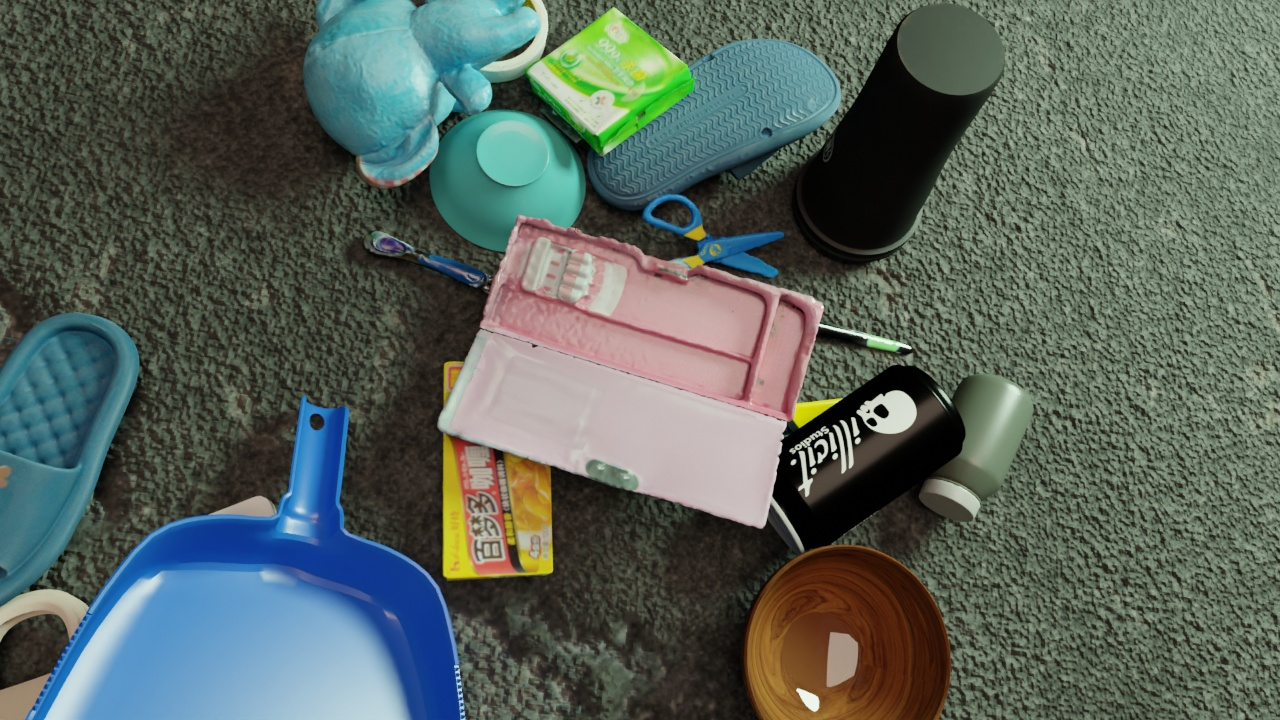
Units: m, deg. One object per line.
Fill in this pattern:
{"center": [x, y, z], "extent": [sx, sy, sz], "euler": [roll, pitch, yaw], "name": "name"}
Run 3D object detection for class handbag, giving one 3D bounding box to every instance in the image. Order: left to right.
{"center": [-0.340, 0.229, 0.534], "extent": [0.194, 0.101, 0.197], "euler": [-17, 67, -15], "name": "handbag"}

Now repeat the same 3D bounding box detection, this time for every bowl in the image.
{"center": [-0.099, -0.147, 0.698], "extent": [0.121, 0.046, 0.121], "euler": [3, 75, -11], "name": "bowl"}
{"center": [0.133, 0.204, 0.642], "extent": [0.147, 0.069, 0.147], "euler": [3, 77, -11], "name": "bowl"}

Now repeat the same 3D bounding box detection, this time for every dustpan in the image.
{"center": [-0.218, 0.137, 0.571], "extent": [0.245, 0.060, 0.257], "euler": [19, 42, -30], "name": "dustpan"}

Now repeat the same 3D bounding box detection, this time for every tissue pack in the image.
{"center": [-0.026, -0.218, 0.716], "extent": [0.099, 0.034, 0.114], "euler": [-39, 63, -8], "name": "tissue pack"}

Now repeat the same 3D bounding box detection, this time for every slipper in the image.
{"center": [-0.393, 0.063, 0.573], "extent": [0.104, 0.059, 0.213], "euler": [23, 68, -1], "name": "slipper"}
{"center": [0.056, -0.188, 0.737], "extent": [0.213, 0.059, 0.103], "euler": [-27, 73, -3], "name": "slipper"}

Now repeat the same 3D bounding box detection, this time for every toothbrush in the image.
{"center": [0.133, -0.028, 0.732], "extent": [0.188, 0.017, 0.014], "euler": [12, 79, -10], "name": "toothbrush"}

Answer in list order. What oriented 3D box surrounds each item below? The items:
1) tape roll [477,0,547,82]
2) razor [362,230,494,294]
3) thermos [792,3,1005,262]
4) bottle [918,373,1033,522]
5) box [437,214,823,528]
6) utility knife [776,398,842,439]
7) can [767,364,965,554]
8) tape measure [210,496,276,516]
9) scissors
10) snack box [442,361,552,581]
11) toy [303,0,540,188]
{"center": [-0.122, -0.270, 0.740], "extent": [0.094, 0.019, 0.094], "euler": [3, 75, -11], "name": "tape roll"}
{"center": [-0.140, -0.066, 0.683], "extent": [0.141, 0.018, 0.043], "euler": [20, 73, -6], "name": "razor"}
{"center": [0.186, -0.160, 0.675], "extent": [0.106, 0.219, 0.105], "euler": [1, 72, -4], "name": "thermos"}
{"center": [0.257, 0.067, 0.709], "extent": [0.060, 0.060, 0.108], "euler": [32, 71, -2], "name": "bottle"}
{"center": [-0.004, 0.006, 0.646], "extent": [0.233, 0.051, 0.180], "euler": [18, 73, 3], "name": "box"}
{"center": [0.086, 0.049, 0.699], "extent": [0.186, 0.020, 0.028], "euler": [-4, 76, -14], "name": "utility knife"}
{"center": [0.155, 0.071, 0.665], "extent": [0.146, 0.080, 0.080], "euler": [-33, 84, -5], "name": "can"}
{"center": [-0.268, 0.127, 0.606], "extent": [0.064, 0.017, 0.065], "euler": [-21, 81, -16], "name": "tape measure"}
{"center": [0.056, -0.077, 0.722], "extent": [0.132, 0.020, 0.097], "euler": [18, 100, -20], "name": "scissors"}
{"center": [-0.102, 0.077, 0.650], "extent": [0.075, 0.025, 0.152], "euler": [0, 75, -11], "name": "snack box"}
{"center": [-0.158, -0.220, 0.675], "extent": [0.181, 0.115, 0.183], "euler": [-22, 70, 4], "name": "toy"}
